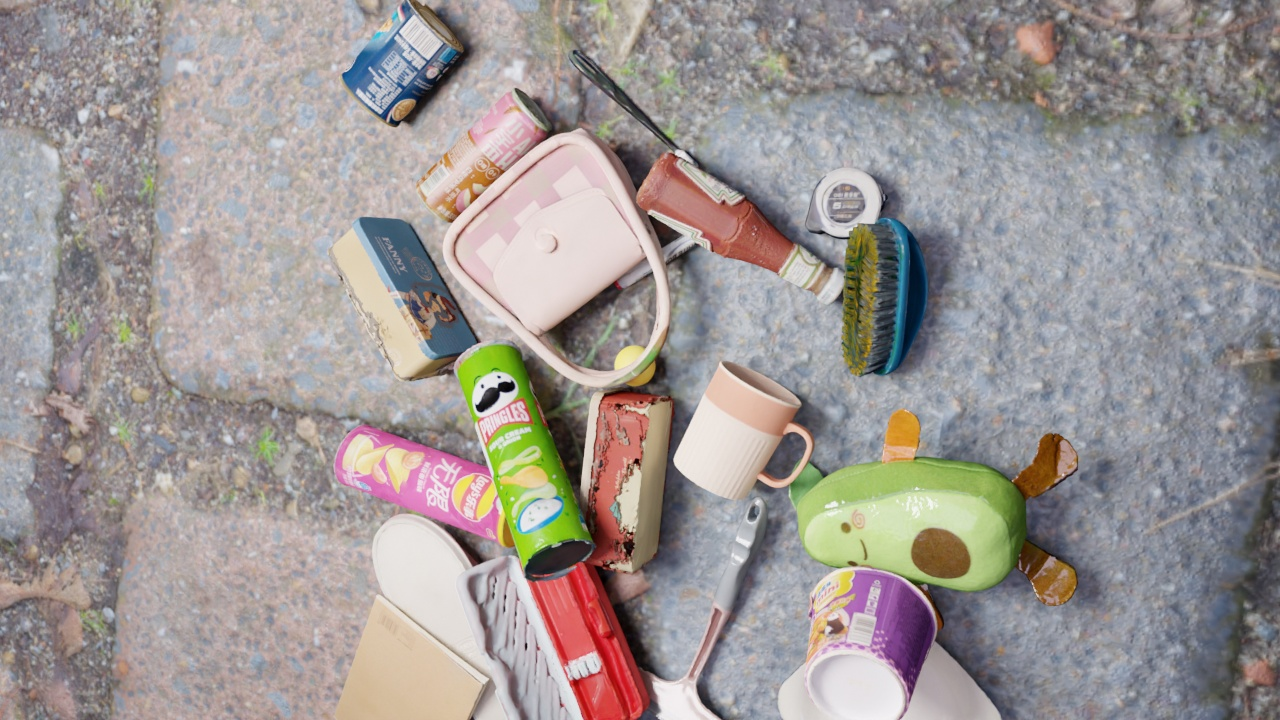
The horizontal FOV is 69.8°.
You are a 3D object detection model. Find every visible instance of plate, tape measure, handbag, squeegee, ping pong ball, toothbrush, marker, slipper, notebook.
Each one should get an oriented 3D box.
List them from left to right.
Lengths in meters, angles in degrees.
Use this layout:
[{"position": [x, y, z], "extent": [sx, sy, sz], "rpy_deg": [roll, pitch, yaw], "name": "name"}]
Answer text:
[{"position": [-0.254, 0.367, 0.991], "extent": [0.149, 0.012, 0.212], "rpy_deg": [33, 120, 14], "name": "notebook"}, {"position": [-0.186, 0.279, 0.973], "extent": [0.114, 0.054, 0.274], "rpy_deg": [-36, 87, 18], "name": "slipper"}, {"position": [-0.062, -0.083, 0.888], "extent": [0.194, 0.093, 0.234], "rpy_deg": [-36, 81, 18], "name": "handbag"}, {"position": [-0.009, -0.248, 0.905], "extent": [0.181, 0.018, 0.016], "rpy_deg": [45, 108, 11], "name": "toothbrush"}, {"position": [-0.005, 0.005, 0.906], "extent": [0.040, 0.040, 0.040], "rpy_deg": [1, 94, 17], "name": "ping pong ball"}, {"position": [0.037, -0.111, 0.898], "extent": [0.145, 0.017, 0.017], "rpy_deg": [-30, 84, 17], "name": "marker"}, {"position": [0.077, 0.244, 0.895], "extent": [0.248, 0.040, 0.250], "rpy_deg": [25, 102, 27], "name": "squeegee"}, {"position": [0.189, -0.142, 0.839], "extent": [0.066, 0.033, 0.066], "rpy_deg": [18, 101, 14], "name": "tape measure"}, {"position": [0.230, 0.324, 0.855], "extent": [0.164, 0.034, 0.164], "rpy_deg": [-45, 80, 15], "name": "plate"}]

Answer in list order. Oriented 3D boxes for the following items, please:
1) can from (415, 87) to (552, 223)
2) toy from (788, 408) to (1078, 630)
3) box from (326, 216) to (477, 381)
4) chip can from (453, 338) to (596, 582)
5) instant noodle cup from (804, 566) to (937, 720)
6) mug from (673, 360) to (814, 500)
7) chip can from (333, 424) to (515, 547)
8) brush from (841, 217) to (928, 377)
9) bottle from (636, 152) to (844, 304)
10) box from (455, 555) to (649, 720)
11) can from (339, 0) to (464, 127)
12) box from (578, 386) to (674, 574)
[{"position": [-0.160, -0.206, 0.932], "extent": [0.147, 0.057, 0.058], "rpy_deg": [-39, 82, 16], "name": "can"}, {"position": [0.252, 0.143, 0.805], "extent": [0.247, 0.089, 0.227], "rpy_deg": [-4, 107, 21], "name": "toy"}, {"position": [-0.250, -0.069, 0.954], "extent": [0.061, 0.089, 0.184], "rpy_deg": [-32, 85, 23], "name": "box"}, {"position": [-0.114, 0.091, 0.882], "extent": [0.072, 0.072, 0.235], "rpy_deg": [-35, 57, 16], "name": "chip can"}, {"position": [0.190, 0.249, 0.778], "extent": [0.112, 0.099, 0.112], "rpy_deg": [10, 118, 18], "name": "instant noodle cup"}, {"position": [0.101, 0.073, 0.855], "extent": [0.114, 0.081, 0.106], "rpy_deg": [30, 103, 15], "name": "mug"}, {"position": [-0.214, 0.129, 0.957], "extent": [0.211, 0.071, 0.071], "rpy_deg": [15, 98, 20], "name": "chip can"}, {"position": [0.220, -0.055, 0.816], "extent": [0.073, 0.055, 0.144], "rpy_deg": [-8, 111, -19], "name": "brush"}, {"position": [0.095, -0.117, 0.844], "extent": [0.206, 0.059, 0.060], "rpy_deg": [31, 102, -1], "name": "bottle"}, {"position": [-0.090, 0.280, 0.908], "extent": [0.119, 0.098, 0.201], "rpy_deg": [-32, 76, 28], "name": "box"}, {"position": [-0.244, -0.307, 0.944], "extent": [0.111, 0.075, 0.075], "rpy_deg": [-43, 81, 15], "name": "can"}, {"position": [-0.007, 0.116, 0.887], "extent": [0.076, 0.091, 0.168], "rpy_deg": [8, 96, 20], "name": "box"}]
